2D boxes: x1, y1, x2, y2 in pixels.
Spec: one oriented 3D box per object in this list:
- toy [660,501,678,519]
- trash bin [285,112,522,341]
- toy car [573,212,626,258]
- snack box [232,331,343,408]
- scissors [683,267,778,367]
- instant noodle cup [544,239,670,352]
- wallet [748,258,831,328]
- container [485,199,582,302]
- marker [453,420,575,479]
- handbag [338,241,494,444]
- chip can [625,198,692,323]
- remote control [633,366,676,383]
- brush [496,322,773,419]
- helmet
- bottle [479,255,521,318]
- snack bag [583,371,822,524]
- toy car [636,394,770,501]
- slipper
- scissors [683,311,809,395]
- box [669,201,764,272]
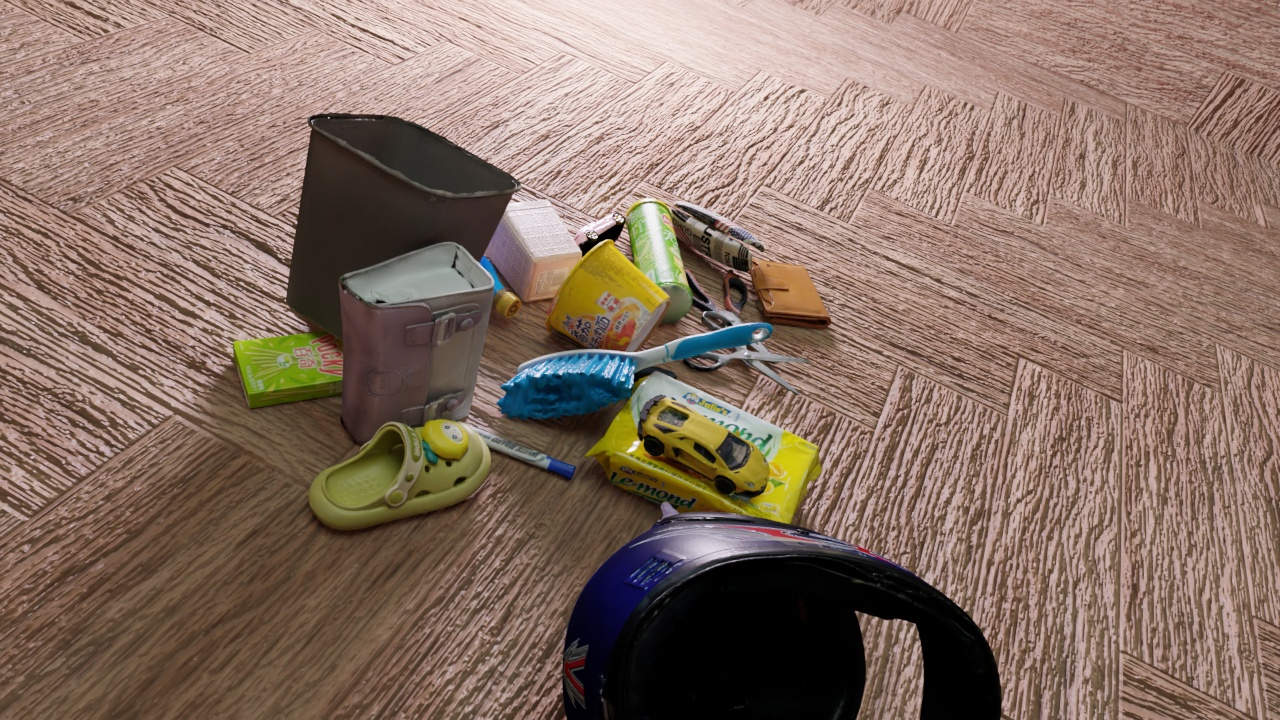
[{"bbox_3d":[0.030,0.203,0.942,0.084,0.039,0.107,38,41,9],"label":"toy"},{"bbox_3d":[-0.284,-0.143,1.049,0.199,0.220,0.198,31,23,14],"label":"trash bin"},{"bbox_3d":[-0.065,-0.179,1.332,0.037,0.056,0.122,38,42,12],"label":"toy car"},{"bbox_3d":[-0.365,0.005,1.027,0.156,0.026,0.085,-9,47,-30],"label":"snack box"},{"bbox_3d":[0.123,-0.071,1.311,0.189,0.015,0.220,23,39,5],"label":"scissors"},{"bbox_3d":[-0.036,-0.066,1.161,0.110,0.138,0.137,37,42,8],"label":"instant noodle cup"},{"bbox_3d":[0.218,-0.102,1.374,0.107,0.031,0.131,7,40,-16],"label":"wallet"},{"bbox_3d":[-0.142,-0.145,1.239,0.089,0.090,0.111,-12,52,-32],"label":"container"},{"bbox_3d":[-0.141,0.098,1.014,0.146,0.017,0.016,21,40,3],"label":"marker"},{"bbox_3d":[-0.239,-0.011,0.960,0.144,0.197,0.098,-20,52,-36],"label":"handbag"},{"bbox_3d":[0.024,-0.144,1.312,0.072,0.073,0.220,6,41,-14],"label":"chip can"},{"bbox_3d":[-0.023,0.018,1.127,0.136,0.053,0.024,11,65,-9],"label":"remote control"},{"bbox_3d":[-0.006,0.006,1.054,0.315,0.060,0.109,-7,27,14],"label":"brush"},{"bbox_3d":[0.094,0.251,0.748,0.315,0.241,0.247,4,79,-6],"label":"helmet"},{"bbox_3d":[-0.243,-0.125,1.194,0.219,0.065,0.065,37,43,20],"label":"bottle"},{"bbox_3d":[0.075,0.116,1.036,0.246,0.068,0.157,25,40,9],"label":"snack bag"},{"bbox_3d":[0.069,0.091,0.979,0.156,0.041,0.071,30,42,14],"label":"toy car"},{"bbox_3d":[-0.236,0.106,0.920,0.190,0.082,0.091,-19,55,-33],"label":"slipper"},{"bbox_3d":[0.138,-0.007,1.228,0.159,0.014,0.181,-22,56,-27],"label":"scissors"},{"bbox_3d":[0.117,-0.203,1.390,0.163,0.075,0.081,34,75,29],"label":"box"}]
